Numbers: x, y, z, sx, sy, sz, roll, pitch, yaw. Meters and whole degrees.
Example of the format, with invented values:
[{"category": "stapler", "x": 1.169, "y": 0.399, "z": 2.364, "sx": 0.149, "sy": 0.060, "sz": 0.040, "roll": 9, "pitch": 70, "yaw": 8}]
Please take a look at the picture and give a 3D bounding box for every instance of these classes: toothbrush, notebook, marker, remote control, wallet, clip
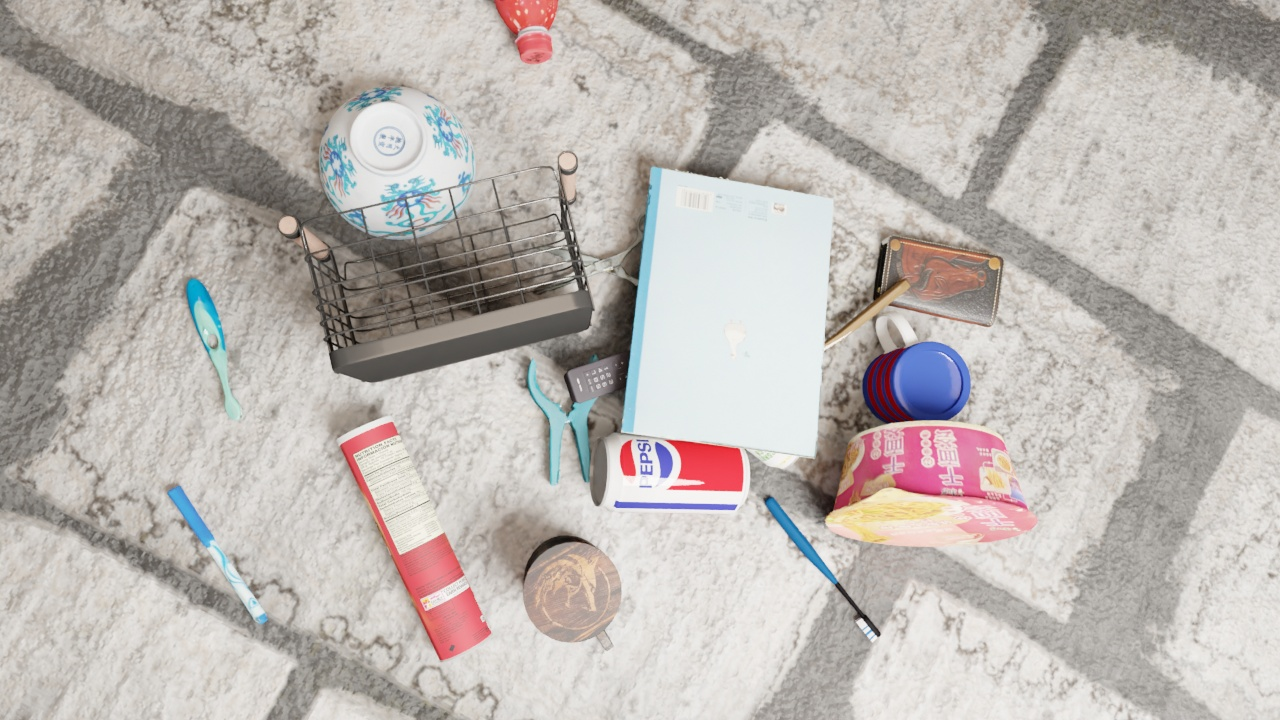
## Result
[{"category": "toothbrush", "x": 0.172, "y": 0.197, "z": 0.871, "sx": 0.014, "sy": 0.014, "sz": 0.167, "roll": -39, "pitch": 89, "yaw": 1}, {"category": "notebook", "x": 0.083, "y": -0.047, "z": 0.838, "sx": 0.181, "sy": 0.009, "sz": 0.253, "roll": 9, "pitch": 77, "yaw": -8}, {"category": "marker", "x": -0.369, "y": 0.170, "z": 0.802, "sx": 0.013, "sy": 0.013, "sz": 0.142, "roll": -35, "pitch": 89, "yaw": -10}, {"category": "toothbrush", "x": 0.194, "y": -0.024, "z": 0.886, "sx": 0.167, "sy": 0.016, "sz": 0.016, "roll": -39, "pitch": 97, "yaw": 0}, {"category": "remote control", "x": -0.005, "y": 0.005, "z": 0.852, "sx": 0.136, "sy": 0.015, "sz": 0.032, "roll": -19, "pitch": 92, "yaw": -24}, {"category": "wallet", "x": 0.297, "y": -0.079, "z": 0.914, "sx": 0.123, "sy": 0.019, "sz": 0.072, "roll": 10, "pitch": 84, "yaw": -7}, {"category": "toothbrush", "x": -0.379, "y": -0.010, "z": 0.819, "sx": 0.022, "sy": 0.017, "sz": 0.135, "roll": -19, "pitch": 84, "yaw": -9}, {"category": "clip", "x": -0.050, "y": 0.046, "z": 0.853, "sx": 0.121, "sy": 0.031, "sz": 0.130, "roll": -25, "pitch": 88, "yaw": -14}]

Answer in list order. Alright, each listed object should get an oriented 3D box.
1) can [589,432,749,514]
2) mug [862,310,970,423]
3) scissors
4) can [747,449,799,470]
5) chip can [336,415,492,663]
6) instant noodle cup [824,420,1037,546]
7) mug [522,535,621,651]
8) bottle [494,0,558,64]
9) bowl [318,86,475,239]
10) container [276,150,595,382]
[{"category": "can", "x": 0.026, "y": 0.102, "z": 0.824, "sx": 0.132, "sy": 0.070, "sz": 0.070, "roll": 4, "pitch": 83, "yaw": -17}, {"category": "mug", "x": 0.254, "y": 0.006, "z": 0.871, "sx": 0.075, "sy": 0.076, "sz": 0.112, "roll": -17, "pitch": 87, "yaw": -9}, {"category": "scissors", "x": -0.021, "y": -0.079, "z": 0.870, "sx": 0.141, "sy": 0.014, "sz": 0.162, "roll": -42, "pitch": 87, "yaw": -4}, {"category": "can", "x": 0.106, "y": 0.054, "z": 0.857, "sx": 0.101, "sy": 0.055, "sz": 0.055, "roll": 38, "pitch": 81, "yaw": -3}, {"category": "chip can", "x": -0.198, "y": 0.156, "z": 0.807, "sx": 0.051, "sy": 0.052, "sz": 0.214, "roll": -25, "pitch": 88, "yaw": -10}, {"category": "instant noodle cup", "x": 0.256, "y": 0.110, "z": 0.823, "sx": 0.178, "sy": 0.179, "sz": 0.077, "roll": 8, "pitch": 67, "yaw": -7}, {"category": "mug", "x": -0.053, "y": 0.208, "z": 0.793, "sx": 0.080, "sy": 0.107, "sz": 0.116, "roll": -31, "pitch": 89, "yaw": -10}, {"category": "bottle", "x": -0.109, "y": -0.351, "z": 0.866, "sx": 0.062, "sy": 0.062, "sz": 0.137, "roll": -9, "pitch": 84, "yaw": -9}, {"category": "bowl", "x": -0.223, "y": -0.188, "z": 0.827, "sx": 0.144, "sy": 0.074, "sz": 0.144, "roll": 1, "pitch": 84, "yaw": -8}, {"category": "container", "x": -0.157, "y": -0.073, "z": 0.774, "sx": 0.241, "sy": 0.163, "sz": 0.130, "roll": -14, "pitch": 86, "yaw": -6}]
